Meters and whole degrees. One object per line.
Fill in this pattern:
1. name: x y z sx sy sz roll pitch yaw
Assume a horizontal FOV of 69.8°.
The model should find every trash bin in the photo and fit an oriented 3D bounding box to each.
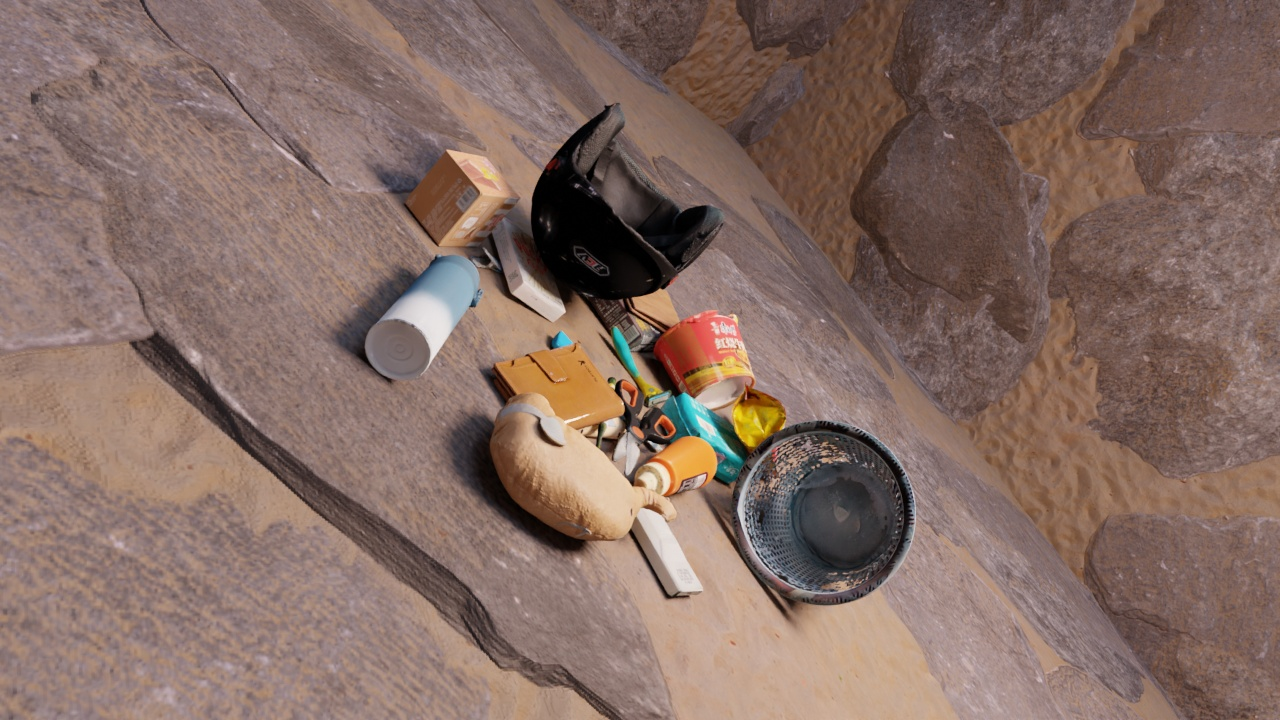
1. trash bin: 0.254 0.205 1.214 0.226 0.227 0.195 55 10 22

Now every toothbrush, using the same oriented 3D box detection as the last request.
1. toothbrush: -0.040 0.071 1.081 0.017 0.012 0.185 44 23 -18

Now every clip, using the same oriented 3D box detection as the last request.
1. clip: -0.197 -0.131 1.198 0.024 0.026 0.056 59 15 19

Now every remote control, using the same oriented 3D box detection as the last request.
1. remote control: 0.022 0.202 1.002 0.049 0.024 0.125 14 38 -54

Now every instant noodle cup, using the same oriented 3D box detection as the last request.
1. instant noodle cup: 0.101 0.008 1.372 0.137 0.138 0.108 16 45 -53

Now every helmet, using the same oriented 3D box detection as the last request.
1. helmet: -0.038 -0.191 1.250 0.233 0.231 0.274 42 26 -14

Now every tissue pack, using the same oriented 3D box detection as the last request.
1. tissue pack: 0.092 0.109 1.266 0.133 0.050 0.093 34 23 -33

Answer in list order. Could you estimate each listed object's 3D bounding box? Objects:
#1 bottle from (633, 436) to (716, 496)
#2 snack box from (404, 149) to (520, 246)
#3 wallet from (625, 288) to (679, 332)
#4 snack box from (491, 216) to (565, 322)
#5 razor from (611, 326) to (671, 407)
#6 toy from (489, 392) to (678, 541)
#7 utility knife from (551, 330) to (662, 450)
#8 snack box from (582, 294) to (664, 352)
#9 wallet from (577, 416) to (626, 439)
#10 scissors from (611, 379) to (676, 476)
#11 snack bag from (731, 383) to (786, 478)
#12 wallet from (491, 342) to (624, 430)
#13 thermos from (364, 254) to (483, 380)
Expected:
1. bottle: 0.037 0.134 1.106 0.066 0.067 0.149 52 29 15
2. snack box: -0.227 -0.205 1.171 0.077 0.093 0.094 50 21 10
3. wallet: 0.014 -0.089 1.391 0.115 0.020 0.101 27 30 -41
4. snack box: -0.155 -0.126 1.251 0.084 0.027 0.156 36 23 -42
5. razor: -0.008 0.008 1.294 0.043 0.028 0.132 -19 66 -33
6. toy: -0.056 0.123 0.917 0.226 0.083 0.143 40 30 -23
7. utility knife: -0.042 0.043 1.180 0.203 0.018 0.034 48 20 0
8. snack box: -0.021 -0.071 1.393 0.125 0.053 0.113 58 23 15
9. wallet: -0.069 0.055 1.099 0.115 0.024 0.087 11 45 -55
10. scissors: -0.017 0.078 1.106 0.161 0.022 0.233 51 18 19
11. snack bag: 0.173 0.103 1.329 0.208 0.073 0.128 62 7 -73
12. wallet: -0.092 0.034 1.035 0.131 0.031 0.108 -14 60 -47
13. thermos: -0.216 -0.053 0.952 0.070 0.070 0.220 41 21 -12
